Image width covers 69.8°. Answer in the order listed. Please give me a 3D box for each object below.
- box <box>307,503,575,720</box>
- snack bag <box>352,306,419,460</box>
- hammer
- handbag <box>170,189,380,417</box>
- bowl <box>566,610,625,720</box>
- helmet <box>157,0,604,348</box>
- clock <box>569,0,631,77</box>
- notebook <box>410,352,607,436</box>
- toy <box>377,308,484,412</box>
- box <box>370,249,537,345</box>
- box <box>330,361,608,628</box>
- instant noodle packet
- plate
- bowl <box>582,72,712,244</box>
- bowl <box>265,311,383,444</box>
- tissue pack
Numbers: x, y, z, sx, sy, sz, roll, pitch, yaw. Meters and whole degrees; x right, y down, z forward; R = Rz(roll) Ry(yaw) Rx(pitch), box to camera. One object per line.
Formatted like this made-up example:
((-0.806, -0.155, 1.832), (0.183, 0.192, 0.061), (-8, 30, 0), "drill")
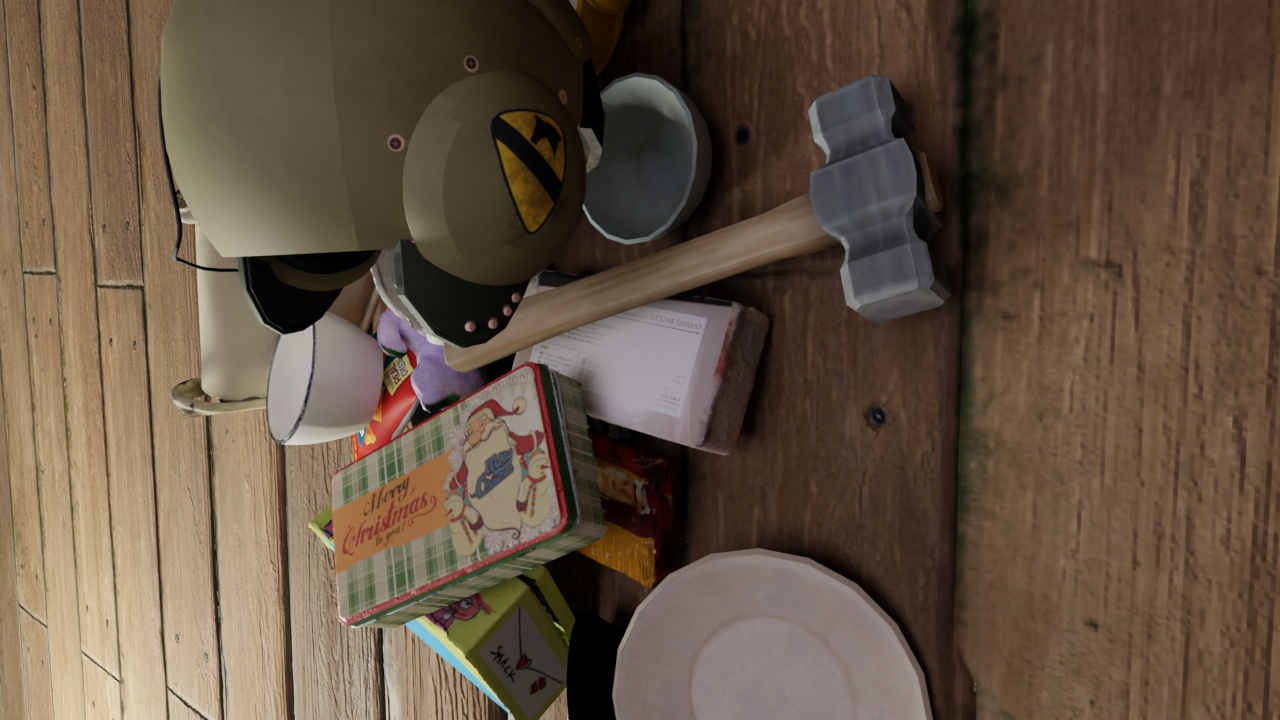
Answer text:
((-0.150, 0.174, 0.710), (0.221, 0.082, 0.124), (22, 146, 42), "box")
((-0.225, 0.018, 0.807), (0.144, 0.039, 0.130), (-51, 42, 33), "snack bag")
((0.011, -0.050, 0.536), (0.324, 0.051, 0.117), (-17, 71, 29), "hammer")
((-0.330, -0.077, 0.820), (0.132, 0.183, 0.229), (33, 122, 39), "handbag")
((-0.007, 0.230, 0.618), (0.052, 0.124, 0.124), (-9, 88, 10), "bowl")
((-0.128, -0.132, 0.518), (0.251, 0.255, 0.233), (4, 101, 40), "helmet")
((-0.056, -0.256, 0.633), (0.152, 0.051, 0.113), (-47, 64, 39), "clock")
((-0.119, 0.043, 0.744), (0.207, 0.016, 0.149), (-40, 67, 38), "notebook")
((-0.164, -0.001, 0.720), (0.037, 0.080, 0.099), (-42, 60, 39), "toy")
((-0.156, -0.075, 0.678), (0.103, 0.130, 0.110), (-39, 53, 36), "box")
((-0.119, 0.092, 0.596), (0.206, 0.050, 0.117), (-27, 58, 28), "box")
((-0.035, 0.092, 0.638), (0.136, 0.039, 0.099), (18, 123, 34), "instant noodle packet")
((0.076, 0.205, 0.547), (0.189, 0.027, 0.188), (0, 90, 20), "plate")
((0.007, -0.128, 0.594), (0.106, 0.039, 0.106), (5, 98, 42), "bowl")
((-0.262, 0.016, 0.766), (0.117, 0.065, 0.116), (-18, 67, 49), "bowl")
((-0.004, 0.003, 0.610), (0.182, 0.071, 0.104), (12, 87, 39), "tissue pack")
